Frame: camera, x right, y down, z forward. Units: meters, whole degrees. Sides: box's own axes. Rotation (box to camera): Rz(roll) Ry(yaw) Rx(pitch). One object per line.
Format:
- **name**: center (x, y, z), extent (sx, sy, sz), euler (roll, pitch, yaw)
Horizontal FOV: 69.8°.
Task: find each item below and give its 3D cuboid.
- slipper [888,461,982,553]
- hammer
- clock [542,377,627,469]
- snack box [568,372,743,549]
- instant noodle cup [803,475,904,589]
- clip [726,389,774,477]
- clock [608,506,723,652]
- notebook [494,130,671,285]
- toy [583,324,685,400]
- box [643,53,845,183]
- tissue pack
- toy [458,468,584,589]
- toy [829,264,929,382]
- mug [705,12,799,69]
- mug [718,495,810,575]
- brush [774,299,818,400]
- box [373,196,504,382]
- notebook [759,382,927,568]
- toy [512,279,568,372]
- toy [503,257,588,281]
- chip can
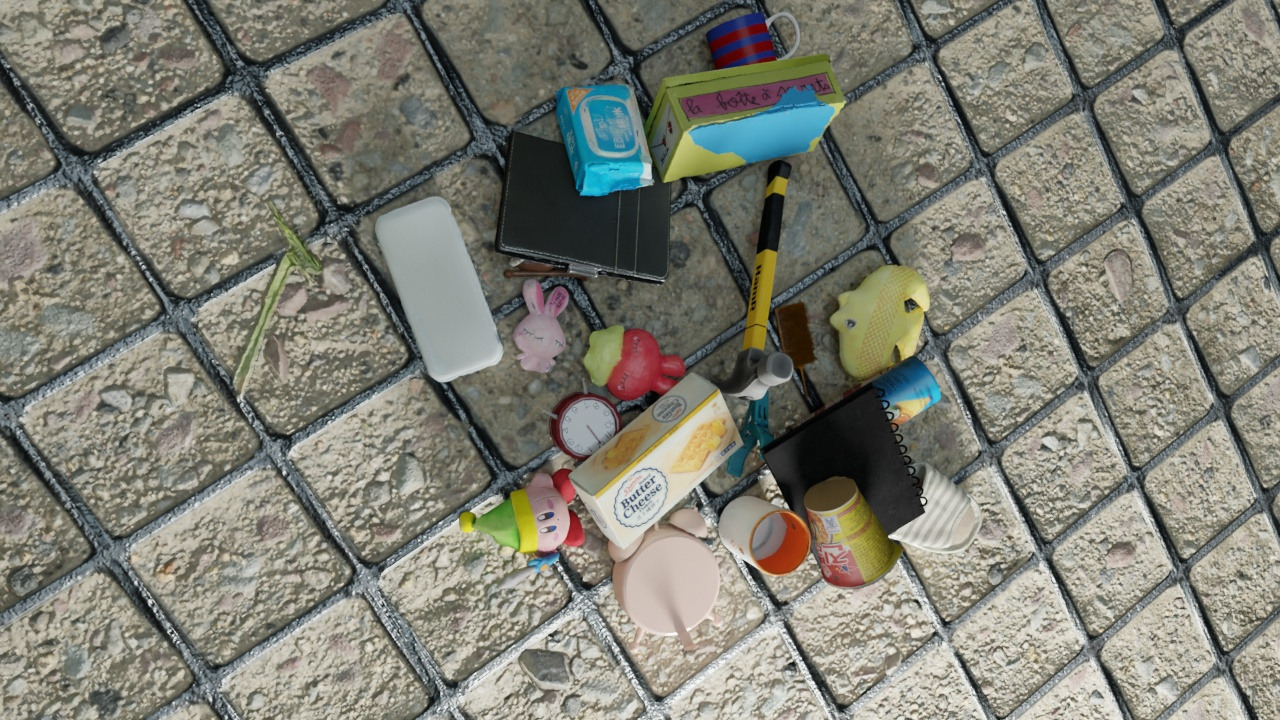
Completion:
- **slipper**: center (0.359, 0.188, 1.262), extent (0.272, 0.054, 0.114), euler (24, 91, -15)
- **hammer**: center (0.152, -0.104, 1.153), extent (0.034, 0.170, 0.324), euler (16, 73, -18)
- **clock**: center (-0.061, 0.089, 1.127), extent (0.087, 0.044, 0.124), euler (-39, 102, -12)
- **snack box**: center (0.022, 0.121, 1.121), extent (0.207, 0.057, 0.104), euler (-39, 128, -17)
- **instant noodle cup**: center (0.251, 0.208, 1.134), extent (0.100, 0.100, 0.112), euler (-34, 113, -13)
- **clip**: center (0.143, 0.106, 1.189), extent (0.033, 0.120, 0.119), euler (17, 120, -17)
- **clock**: center (0.035, 0.275, 1.150), extent (0.131, 0.086, 0.160), euler (-12, 90, -17)
- **notebook**: center (-0.063, -0.179, 1.099), extent (0.209, 0.030, 0.169), euler (9, 69, -14)
- **toy**: center (-0.007, 0.007, 1.139), extent (0.135, 0.045, 0.091), euler (23, 88, -15)
- **box**: center (0.126, -0.297, 1.121), extent (0.220, 0.125, 0.079), euler (-17, 75, -15)
- **tissue pack**: center (-0.041, -0.264, 1.089), extent (0.092, 0.062, 0.144), euler (-9, 74, -21)
- **toy**: center (-0.140, 0.198, 1.100), extent (0.131, 0.097, 0.124), euler (-14, 103, -35)
- **toy**: center (0.321, -0.048, 1.233), extent (0.154, 0.065, 0.170), euler (16, 95, -29)
- **mug**: center (0.146, -0.389, 1.146), extent (0.112, 0.075, 0.076), euler (-18, 98, 4)
- **mug**: center (0.156, 0.221, 1.169), extent (0.082, 0.105, 0.082), euler (-1, 93, -17)
- **brush**: center (0.213, -0.012, 1.222), extent (0.048, 0.017, 0.126), euler (-14, 97, -16)
- **box**: center (-0.231, -0.084, 1.064), extent (0.118, 0.063, 0.214), euler (-20, 99, -13)
- **notebook**: center (0.267, 0.153, 1.170), extent (0.169, 0.019, 0.231), euler (-31, 121, -2)
- **toy**: center (-0.119, -0.041, 1.103), extent (0.063, 0.047, 0.110), euler (6, 87, -26)
- **toy**: center (-0.114, -0.122, 1.103), extent (0.101, 0.041, 0.055), euler (-2, 106, -12)
- **chip can**: center (0.275, 0.079, 1.197), extent (0.229, 0.080, 0.080), euler (-31, 101, -4)
